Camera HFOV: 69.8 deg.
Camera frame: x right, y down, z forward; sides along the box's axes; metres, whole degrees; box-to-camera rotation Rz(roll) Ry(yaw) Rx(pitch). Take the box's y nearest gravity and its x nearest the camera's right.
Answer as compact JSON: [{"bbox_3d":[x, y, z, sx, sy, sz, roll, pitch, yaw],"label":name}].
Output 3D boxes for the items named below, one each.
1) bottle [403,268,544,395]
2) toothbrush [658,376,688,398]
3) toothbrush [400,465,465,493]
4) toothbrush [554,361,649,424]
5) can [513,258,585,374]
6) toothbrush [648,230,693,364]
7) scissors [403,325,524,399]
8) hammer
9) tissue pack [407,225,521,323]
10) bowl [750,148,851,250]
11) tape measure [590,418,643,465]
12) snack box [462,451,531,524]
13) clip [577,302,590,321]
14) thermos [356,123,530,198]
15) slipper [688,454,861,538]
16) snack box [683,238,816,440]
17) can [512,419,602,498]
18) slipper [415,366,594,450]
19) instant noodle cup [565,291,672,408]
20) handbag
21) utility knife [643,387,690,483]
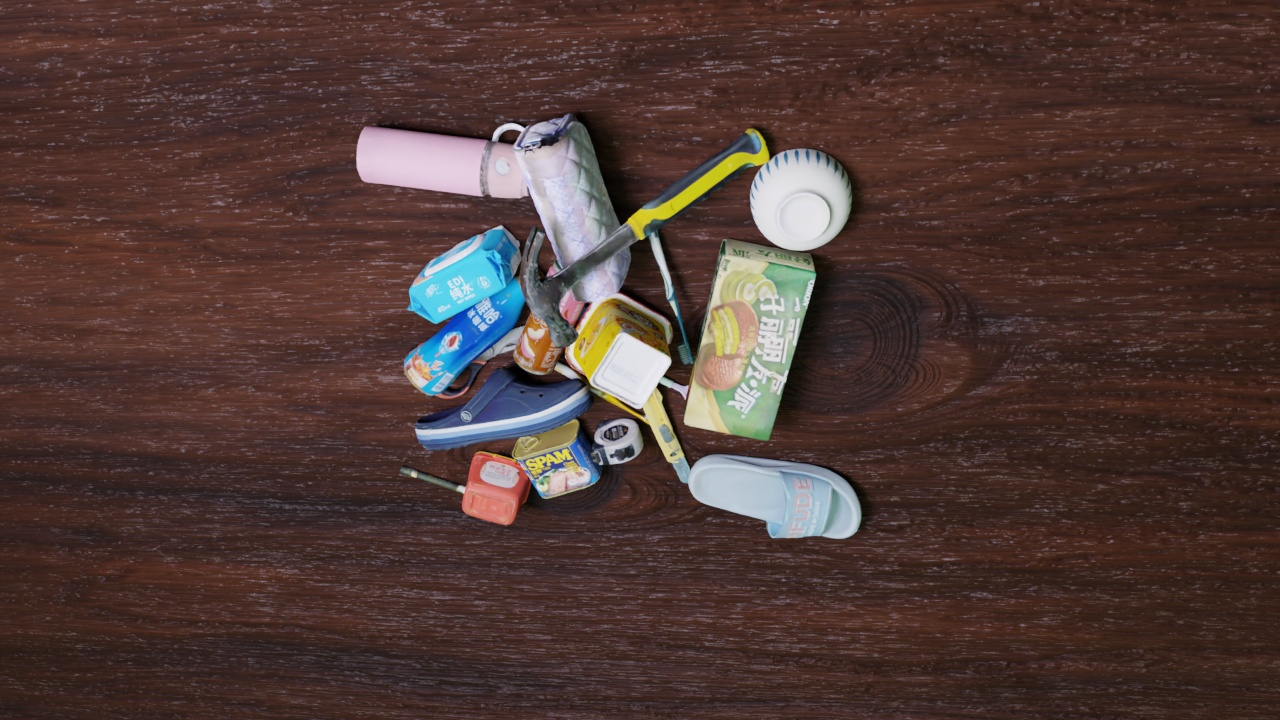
[{"bbox_3d":[-0.209,-0.044,1.174,0.219,0.065,0.065,-41,109,15],"label":"bottle"},{"bbox_3d":[-0.007,0.007,1.209,0.189,0.029,0.021,26,165,-8],"label":"toothbrush"},{"bbox_3d":[-0.266,0.188,1.361,0.186,0.012,0.017,19,116,-4],"label":"toothbrush"},{"bbox_3d":[-0.049,0.041,1.239,0.191,0.016,0.018,31,109,-11],"label":"toothbrush"},{"bbox_3d":[-0.110,-0.054,1.155,0.058,0.057,0.148,24,118,-7],"label":"can"},{"bbox_3d":[0.033,-0.084,1.123,0.018,0.016,0.192,-18,103,-4],"label":"toothbrush"},{"bbox_3d":[-0.214,0.000,1.238,0.205,0.015,0.198,17,121,-2],"label":"scissors"},{"bbox_3d":[0.008,-0.154,0.998,0.323,0.032,0.126,-37,121,-12],"label":"hammer"},{"bbox_3d":[-0.216,-0.107,1.127,0.140,0.089,0.063,-24,114,20],"label":"tissue pack"},{"bbox_3d":[0.183,-0.175,1.043,0.116,0.066,0.117,4,122,6],"label":"bowl"},{"bbox_3d":[-0.030,0.110,1.248,0.066,0.065,0.034,-8,124,15],"label":"tape measure"},{"bbox_3d":[-0.206,0.183,1.310,0.091,0.080,0.082,16,121,-1],"label":"snack box"},{"bbox_3d":[-0.055,-0.054,1.180,0.058,0.041,0.026,28,119,-11],"label":"clip"},{"bbox_3d":[-0.222,-0.239,1.068,0.198,0.067,0.087,6,92,5],"label":"thermos"},{"bbox_3d":[0.185,0.192,1.263,0.245,0.074,0.104,13,121,2],"label":"slipper"},{"bbox_3d":[0.131,-0.023,1.135,0.114,0.063,0.240,12,116,-1],"label":"snack box"},{"bbox_3d":[-0.114,0.139,1.284,0.102,0.057,0.083,-18,119,18],"label":"can"},{"bbox_3d":[-0.184,0.055,1.223,0.253,0.105,0.095,-13,101,14],"label":"slipper"},{"bbox_3d":[-0.021,-0.008,1.123,0.116,0.123,0.116,28,104,-18],"label":"instant noodle cup"},{"bbox_3d":[-0.073,-0.177,1.039,0.076,0.134,0.194,-14,119,16],"label":"handbag"},{"bbox_3d":[0.036,0.102,1.256,0.031,0.021,0.198,-21,129,4],"label":"utility knife"}]
